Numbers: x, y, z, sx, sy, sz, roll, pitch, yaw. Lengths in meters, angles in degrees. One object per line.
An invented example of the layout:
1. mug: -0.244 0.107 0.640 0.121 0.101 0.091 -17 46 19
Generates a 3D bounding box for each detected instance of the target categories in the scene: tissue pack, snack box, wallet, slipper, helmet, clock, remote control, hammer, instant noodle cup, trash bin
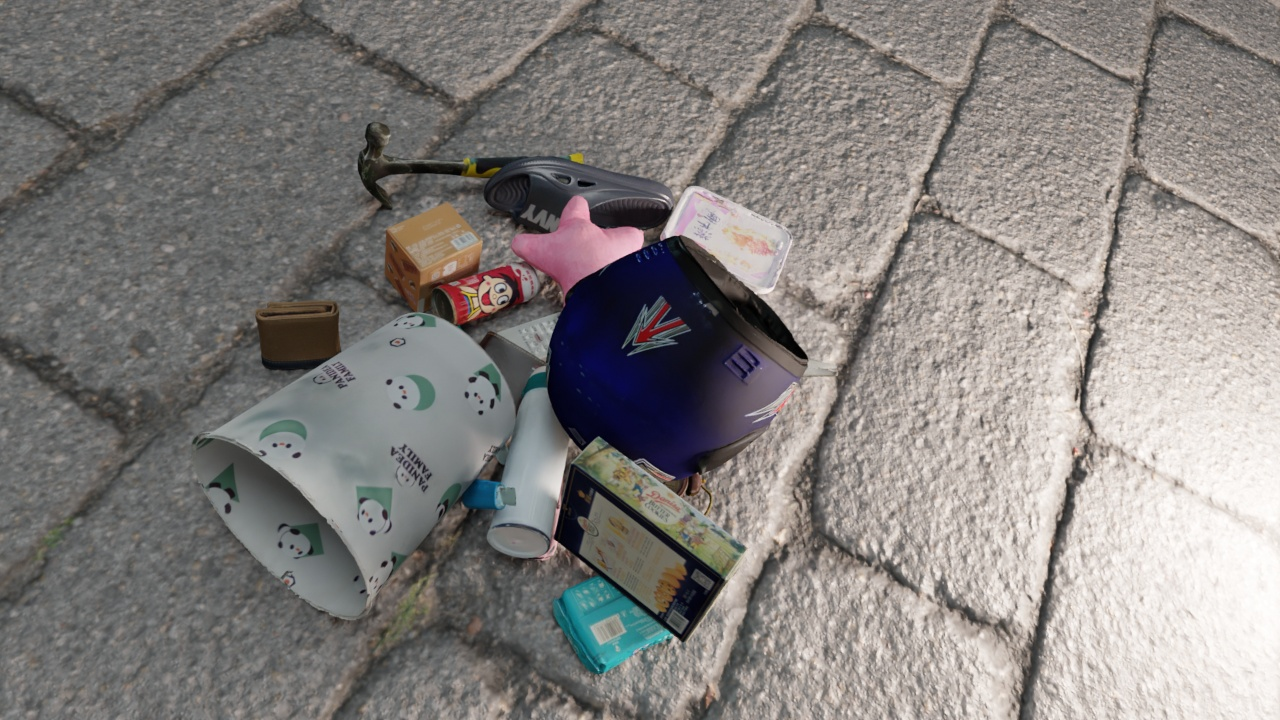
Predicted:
1. tissue pack: -0.018 0.272 0.992 0.133 0.050 0.093 -19 62 -27
2. snack box: 0.002 0.183 0.915 0.182 0.178 0.045 36 56 13
3. wallet: -0.388 -0.029 1.044 0.090 0.115 0.033 -4 65 -19
4. slipper: -0.079 -0.209 1.262 0.268 0.111 0.083 5 59 -17
5. helmet: 0.030 0.011 1.005 0.247 0.241 0.315 51 14 16
6. clock: 0.026 0.152 1.081 0.122 0.055 0.081 23 52 3
7. remote control: -0.111 -0.032 1.186 0.149 0.021 0.058 -21 65 -26
8. hammer: -0.228 -0.266 1.268 0.322 0.126 0.032 -7 57 -32
9. instant noodle cup: 0.118 -0.160 1.315 0.173 0.060 0.137 25 54 2
10. trash bin: -0.275 0.093 0.941 0.229 0.230 0.251 36 49 9
11. wallet: -0.175 0.033 1.107 0.096 0.020 0.122 30 61 2
12. snack box: -0.263 -0.129 1.160 0.092 0.095 0.077 -32 71 -31

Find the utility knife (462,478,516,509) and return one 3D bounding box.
1. utility knife: -0.156 0.141 0.954 0.018 0.195 0.034 7 81 -23

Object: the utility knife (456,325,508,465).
1. utility knife: -0.200 0.034 1.120 0.029 0.013 0.223 -16 64 -25

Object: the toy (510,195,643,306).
1. toy: -0.054 -0.121 1.198 0.178 0.075 0.194 -36 88 -26

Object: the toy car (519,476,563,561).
1. toy car: -0.117 0.167 1.042 0.056 0.037 0.122 8 56 -9

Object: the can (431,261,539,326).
1. can: -0.196 -0.086 1.169 0.132 0.053 0.053 -24 66 -36

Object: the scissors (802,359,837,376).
1. scissors: 0.147 0.018 1.170 0.235 0.022 0.142 24 61 -4

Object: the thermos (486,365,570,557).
1. thermos: -0.117 0.105 1.023 0.073 0.073 0.223 14 50 -7
